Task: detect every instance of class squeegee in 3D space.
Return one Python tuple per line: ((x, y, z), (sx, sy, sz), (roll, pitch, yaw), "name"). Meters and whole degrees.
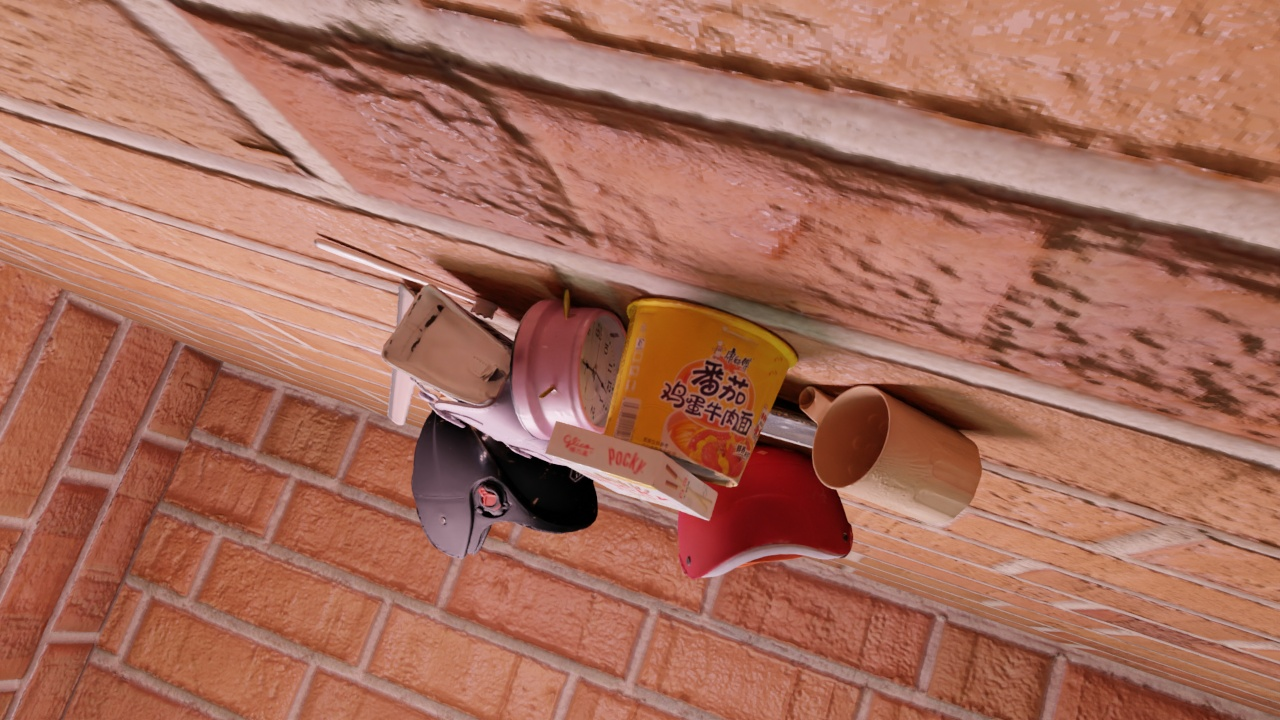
((-0.154, 0.036, 1.011), (0.249, 0.040, 0.248), (13, 141, -8), "squeegee")

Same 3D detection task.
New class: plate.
((0.114, 0.057, 0.852), (0.179, 0.024, 0.179), (17, 176, 1), "plate")

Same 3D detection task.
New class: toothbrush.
((-0.221, -0.077, 0.864), (0.180, 0.016, 0.016), (21, 166, -8), "toothbrush")

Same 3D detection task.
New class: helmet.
((0.141, 0.177, 1.104), (0.207, 0.144, 0.240), (-11, 169, 3), "helmet")
((-0.185, 0.141, 1.285), (0.275, 0.230, 0.232), (12, -163, 20), "helmet")

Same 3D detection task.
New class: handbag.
((-0.123, 0.028, 0.853), (0.145, 0.098, 0.197), (24, 171, 31), "handbag")

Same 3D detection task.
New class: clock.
((-0.046, 0.015, 0.770), (0.060, 0.117, 0.158), (2, 161, 22), "clock")

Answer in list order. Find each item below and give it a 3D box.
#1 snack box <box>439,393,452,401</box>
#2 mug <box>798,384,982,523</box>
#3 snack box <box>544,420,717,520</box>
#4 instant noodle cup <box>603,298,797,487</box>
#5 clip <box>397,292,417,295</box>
((-0.181, 0.027, 1.124), (0.092, 0.077, 0.094), (24, 168, -20), "snack box")
((0.195, 0.069, 0.737), (0.103, 0.084, 0.124), (23, -168, -25), "mug")
((-0.002, 0.085, 0.683), (0.085, 0.026, 0.157), (14, 168, 23), "snack box")
((0.039, 0.029, 0.701), (0.138, 0.109, 0.138), (17, 168, 4), "instant noodle cup")
((-0.225, -0.060, 0.957), (0.056, 0.014, 0.043), (19, 168, 9), "clip")
